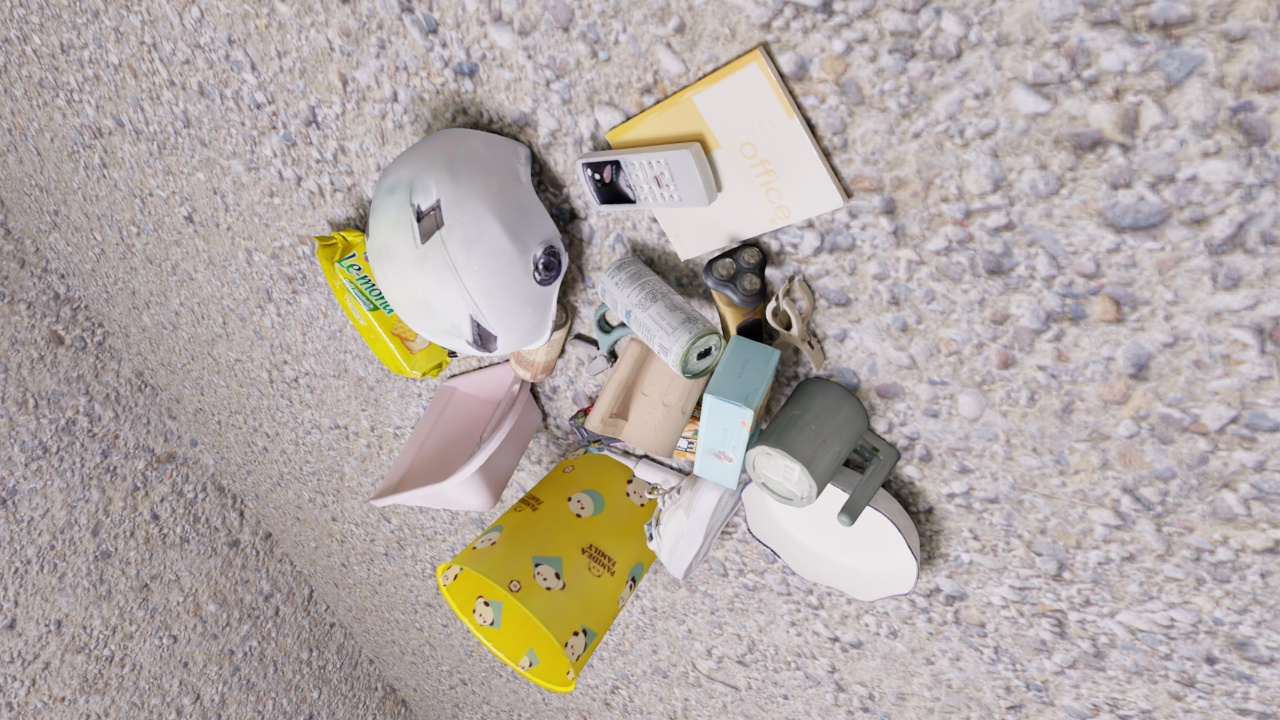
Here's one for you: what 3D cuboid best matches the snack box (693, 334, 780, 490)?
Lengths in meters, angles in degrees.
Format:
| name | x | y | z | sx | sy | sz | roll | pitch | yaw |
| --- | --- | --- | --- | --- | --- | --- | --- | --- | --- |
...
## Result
| name | x | y | z | sx | sy | sz | roll | pitch | yaw |
| --- | --- | --- | --- | --- | --- | --- | --- | --- | --- |
| snack box | 0.092 | 0.055 | 0.904 | 0.052 | 0.074 | 0.175 | 20 | 150 | 12 |

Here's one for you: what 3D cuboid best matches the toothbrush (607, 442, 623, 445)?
| name | x | y | z | sx | sy | sz | roll | pitch | yaw |
| --- | --- | --- | --- | --- | --- | --- | --- | --- | --- |
| toothbrush | 0.009 | 0.090 | 1.140 | 0.190 | 0.014 | 0.018 | -19 | 102 | 53 |

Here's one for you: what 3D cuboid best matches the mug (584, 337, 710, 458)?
| name | x | y | z | sx | sy | sz | roll | pitch | yaw |
| --- | --- | --- | --- | --- | --- | --- | --- | --- | --- |
| mug | 0.006 | 0.035 | 0.959 | 0.084 | 0.103 | 0.124 | 31 | -173 | 40 |

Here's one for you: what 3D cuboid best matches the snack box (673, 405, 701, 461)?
| name | x | y | z | sx | sy | sz | roll | pitch | yaw |
| --- | --- | --- | --- | --- | --- | --- | --- | --- | --- |
| snack box | 0.034 | 0.075 | 1.051 | 0.154 | 0.026 | 0.075 | 17 | 140 | 8 |

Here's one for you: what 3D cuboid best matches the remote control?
| name | x | y | z | sx | sy | sz | roll | pitch | yaw |
| --- | --- | --- | --- | --- | --- | --- | --- | --- | --- |
| remote control | 0.002 | -0.167 | 0.845 | 0.150 | 0.021 | 0.058 | 6 | 130 | 43 |

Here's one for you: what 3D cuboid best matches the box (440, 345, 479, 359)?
| name | x | y | z | sx | sy | sz | roll | pitch | yaw |
| --- | --- | --- | --- | --- | --- | --- | --- | --- | --- |
| box | -0.213 | -0.050 | 1.186 | 0.163 | 0.076 | 0.087 | -16 | 94 | 55 |

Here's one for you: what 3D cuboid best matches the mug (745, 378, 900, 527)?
| name | x | y | z | sx | sy | sz | roll | pitch | yaw |
| --- | --- | --- | --- | --- | --- | --- | --- | --- | --- |
| mug | 0.177 | 0.092 | 0.888 | 0.124 | 0.103 | 0.084 | 36 | 145 | 13 |

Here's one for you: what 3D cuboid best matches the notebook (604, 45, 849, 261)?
| name | x | y | z | sx | sy | sz | roll | pitch | yaw |
| --- | --- | --- | --- | --- | --- | --- | --- | --- | --- |
| notebook | 0.068 | -0.170 | 0.802 | 0.207 | 0.010 | 0.146 | -11 | 117 | 51 |

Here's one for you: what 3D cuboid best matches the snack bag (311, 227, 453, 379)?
| name | x | y | z | sx | sy | sz | roll | pitch | yaw |
| --- | --- | --- | --- | --- | --- | --- | --- | --- | --- |
| snack bag | -0.364 | -0.074 | 1.273 | 0.158 | 0.068 | 0.246 | 7 | 133 | 60 |

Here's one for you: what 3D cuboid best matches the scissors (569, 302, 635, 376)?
| name | x | y | z | sx | sy | sz | roll | pitch | yaw |
| --- | --- | --- | --- | --- | --- | --- | --- | --- | --- |
| scissors | -0.006 | 0.006 | 1.062 | 0.181 | 0.019 | 0.171 | 45 | 145 | -3 |

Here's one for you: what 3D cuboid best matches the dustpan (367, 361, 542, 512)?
| name | x | y | z | sx | sy | sz | roll | pitch | yaw |
| --- | --- | --- | --- | --- | --- | --- | --- | --- | --- |
| dustpan | -0.250 | 0.087 | 1.235 | 0.274 | 0.222 | 0.139 | 5 | 144 | 26 |

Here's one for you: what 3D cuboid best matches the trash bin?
| name | x | y | z | sx | sy | sz | roll | pitch | yaw |
| --- | --- | --- | --- | --- | --- | --- | --- | --- | --- |
| trash bin | -0.102 | 0.264 | 1.224 | 0.230 | 0.254 | 0.230 | 27 | 143 | 23 |

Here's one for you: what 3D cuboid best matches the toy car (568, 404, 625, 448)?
| name | x | y | z | sx | sy | sz | roll | pitch | yaw |
| --- | --- | --- | --- | --- | --- | --- | --- | --- | --- |
| toy car | -0.035 | 0.075 | 1.141 | 0.121 | 0.045 | 0.053 | -7 | 124 | 43 |

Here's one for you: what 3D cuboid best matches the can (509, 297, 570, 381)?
| name | x | y | z | sx | sy | sz | roll | pitch | yaw |
| --- | --- | --- | --- | --- | --- | --- | --- | --- | --- |
| can | -0.122 | -0.026 | 1.111 | 0.058 | 0.058 | 0.117 | 38 | 146 | 8 |

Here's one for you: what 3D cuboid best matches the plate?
| name | x | y | z | sx | sy | sz | roll | pitch | yaw |
| --- | --- | --- | --- | --- | --- | --- | --- | --- | --- |
| plate | 0.207 | 0.179 | 0.989 | 0.205 | 0.045 | 0.205 | 27 | 147 | 19 |

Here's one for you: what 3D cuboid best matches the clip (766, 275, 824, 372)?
| name | x | y | z | sx | sy | sz | roll | pitch | yaw |
| --- | --- | --- | --- | --- | --- | --- | --- | --- | --- |
| clip | 0.138 | -0.034 | 0.860 | 0.066 | 0.034 | 0.099 | 21 | 148 | 28 |

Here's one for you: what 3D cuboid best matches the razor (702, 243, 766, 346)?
| name | x | y | z | sx | sy | sz | roll | pitch | yaw |
| --- | --- | --- | --- | --- | --- | --- | --- | --- | --- |
| razor | 0.100 | -0.034 | 0.880 | 0.067 | 0.062 | 0.168 | 54 | 165 | 43 |

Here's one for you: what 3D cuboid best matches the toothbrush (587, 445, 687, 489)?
| name | x | y | z | sx | sy | sz | roll | pitch | yaw |
| --- | --- | --- | --- | --- | --- | --- | --- | --- | --- |
| toothbrush | 0.022 | 0.146 | 1.174 | 0.221 | 0.026 | 0.027 | 20 | 106 | 32 |

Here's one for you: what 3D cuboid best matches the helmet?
| name | x | y | z | sx | sy | sz | roll | pitch | yaw |
| --- | --- | --- | --- | --- | --- | --- | --- | --- | --- |
| helmet | -0.203 | -0.111 | 0.984 | 0.229 | 0.145 | 0.259 | 10 | 118 | 42 |

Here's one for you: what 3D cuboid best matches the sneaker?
| name | x | y | z | sx | sy | sz | roll | pitch | yaw |
| --- | --- | --- | --- | --- | --- | --- | --- | --- | --- |
| sneaker | 0.058 | 0.169 | 1.078 | 0.091 | 0.089 | 0.243 | 42 | 145 | 17 |

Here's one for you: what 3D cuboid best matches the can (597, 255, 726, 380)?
| name | x | y | z | sx | sy | sz | roll | pitch | yaw |
| --- | --- | --- | --- | --- | --- | --- | --- | --- | --- |
| can | 0.019 | -0.044 | 0.906 | 0.146 | 0.058 | 0.058 | 45 | 152 | 37 |
